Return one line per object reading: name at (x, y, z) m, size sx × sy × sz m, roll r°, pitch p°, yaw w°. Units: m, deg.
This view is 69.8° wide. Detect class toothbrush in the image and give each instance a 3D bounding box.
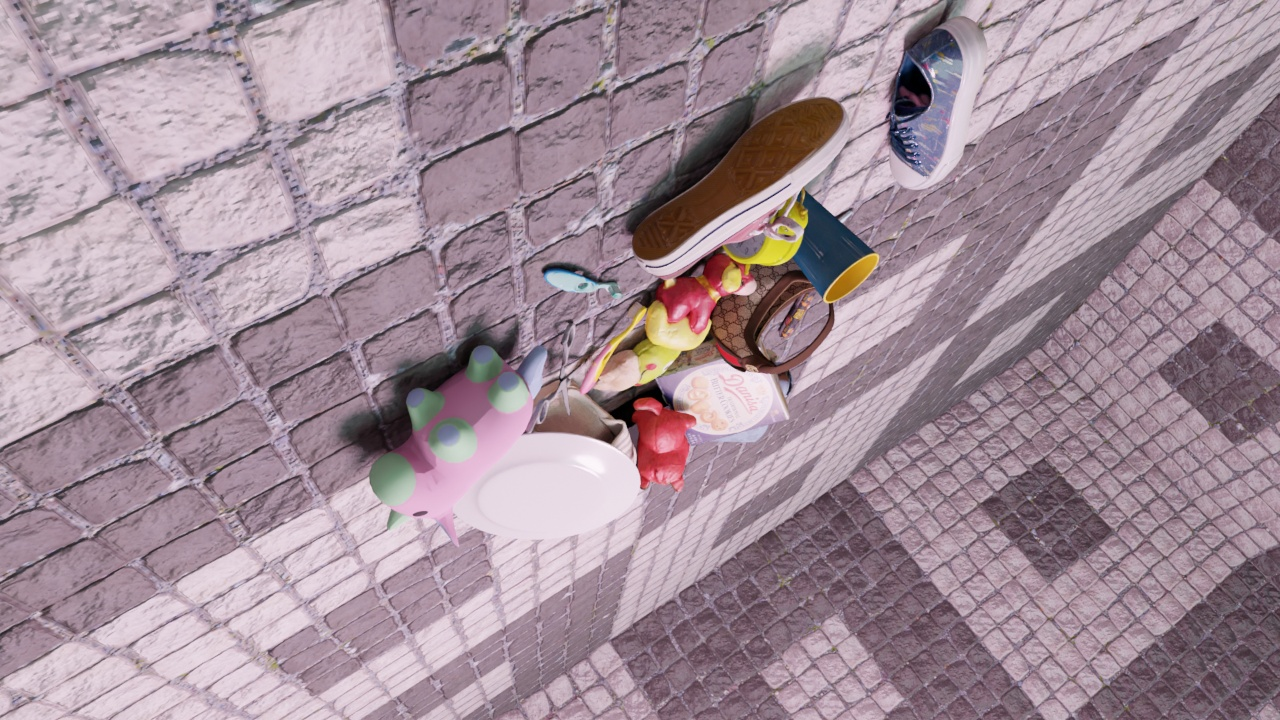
toothbrush at (-0.035, -0.013, 1.056) m, size 0.136 × 0.016 × 0.021 m, roll -54°, pitch 160°, yaw 23°
toothbrush at (-0.054, -0.075, 0.912) m, size 0.022 × 0.017 × 0.135 m, roll -42°, pitch 159°, yaw 21°

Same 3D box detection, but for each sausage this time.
sausage at (0.238, -0.078, 1.371) m, size 0.020 × 0.020 × 0.156 m, roll -26°, pitch 157°, yaw -28°

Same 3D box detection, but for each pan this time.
pan at (-0.070, 0.140, 1.300) m, size 0.354 × 0.044 × 0.205 m, roll -24°, pitch 155°, yaw -32°

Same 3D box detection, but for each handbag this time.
handbag at (0.147, 0.042, 1.342) m, size 0.122 × 0.118 × 0.192 m, roll 2°, pitch 151°, yaw -4°
handbag at (0.166, -0.057, 1.095) m, size 0.166 × 0.138 × 0.063 m, roll -50°, pitch 145°, yaw -15°

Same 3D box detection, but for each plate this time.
plate at (-0.120, 0.166, 1.138) m, size 0.242 × 0.016 × 0.243 m, roll -4°, pitch 140°, yaw -4°

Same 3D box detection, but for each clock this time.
clock at (0.134, -0.150, 0.967) m, size 0.057 × 0.083 × 0.119 m, roll -8°, pitch 147°, yaw -41°

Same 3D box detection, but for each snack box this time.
snack box at (0.108, 0.038, 1.219) m, size 0.145 × 0.042 × 0.144 m, roll -17°, pitch 131°, yaw 13°

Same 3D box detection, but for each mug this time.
mug at (0.203, -0.136, 1.048) m, size 0.078 × 0.121 × 0.078 m, roll -31°, pitch 158°, yaw -14°

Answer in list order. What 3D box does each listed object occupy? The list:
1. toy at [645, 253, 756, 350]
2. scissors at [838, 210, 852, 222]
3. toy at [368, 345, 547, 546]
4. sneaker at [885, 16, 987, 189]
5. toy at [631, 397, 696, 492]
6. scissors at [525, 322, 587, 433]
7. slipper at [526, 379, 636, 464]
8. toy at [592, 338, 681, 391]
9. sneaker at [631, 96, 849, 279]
toy at (0.061, -0.070, 1.046) m, size 0.137 × 0.067 × 0.105 m, roll -43°, pitch 134°, yaw 8°
scissors at (0.211, -0.147, 1.177) m, size 0.170 × 0.014 × 0.168 m, roll -40°, pitch 153°, yaw -6°
toy at (-0.177, 0.077, 0.921) m, size 0.221 × 0.120 × 0.171 m, roll -39°, pitch 159°, yaw -18°
sneaker at (0.308, -0.264, 1.009) m, size 0.079 × 0.087 × 0.236 m, roll -27°, pitch 154°, yaw -12°
toy at (0.026, 0.106, 1.193) m, size 0.088 × 0.093 × 0.133 m, roll -2°, pitch 134°, yaw 17°
scissors at (-0.088, 0.029, 0.996) m, size 0.174 × 0.014 × 0.142 m, roll -60°, pitch 162°, yaw -52°
slipper at (-0.070, 0.110, 1.164) m, size 0.114 × 0.054 × 0.273 m, roll -42°, pitch 145°, yaw -9°
toy at (-0.007, 0.007, 1.122) m, size 0.117 × 0.043 × 0.092 m, roll -20°, pitch 163°, yaw -30°
sneaker at (0.106, -0.153, 0.890) m, size 0.241 × 0.118 × 0.088 m, roll -36°, pitch 140°, yaw 11°
